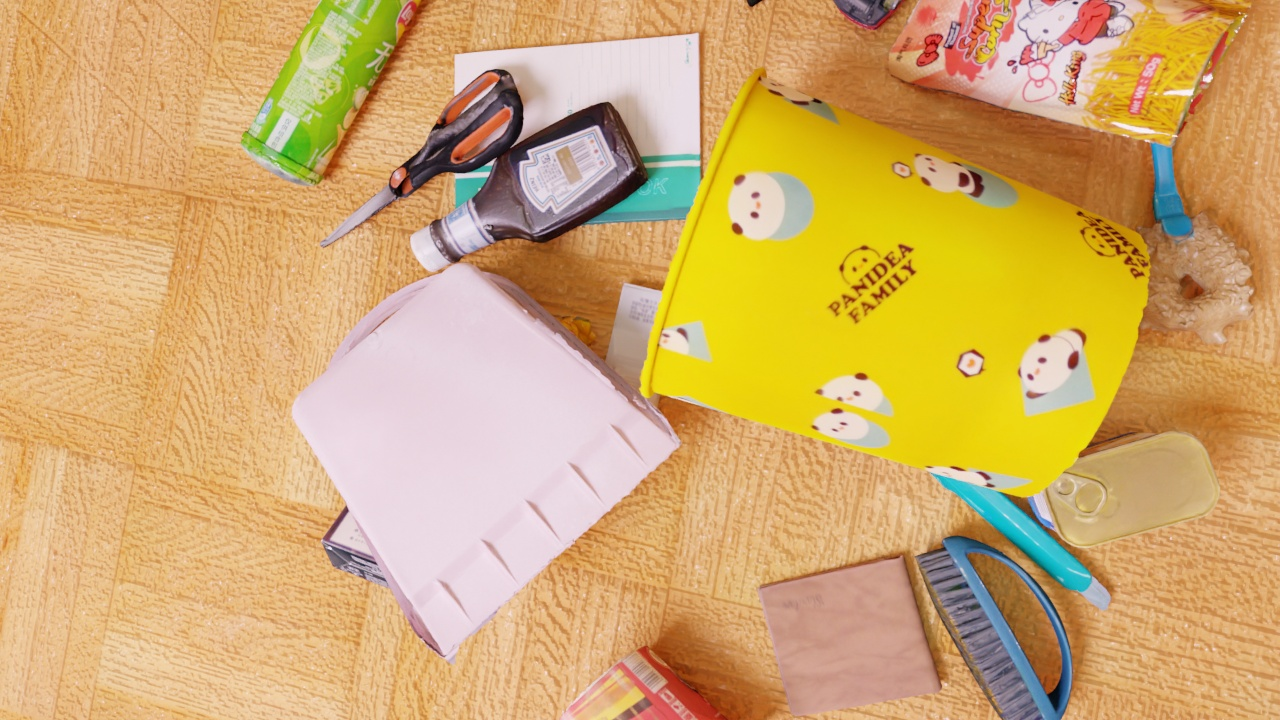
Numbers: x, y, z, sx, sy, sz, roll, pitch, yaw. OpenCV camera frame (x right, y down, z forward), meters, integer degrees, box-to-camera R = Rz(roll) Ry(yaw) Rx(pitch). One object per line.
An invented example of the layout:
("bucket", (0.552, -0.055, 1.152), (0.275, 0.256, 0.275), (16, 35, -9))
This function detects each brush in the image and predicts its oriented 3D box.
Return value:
("brush", (0.257, 0.188, 0.647), (0.073, 0.055, 0.144), (-29, 82, 11))
("brush", (0.371, -0.135, 0.645), (0.083, 0.045, 0.254), (-8, 81, 21))

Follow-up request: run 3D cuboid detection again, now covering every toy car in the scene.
("toy car", (0.194, -0.306, 0.687), (0.053, 0.045, 0.121), (39, 101, 9))

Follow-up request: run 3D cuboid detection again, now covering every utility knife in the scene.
("utility knife", (0.271, 0.120, 0.667), (0.171, 0.013, 0.029), (43, 131, 9))

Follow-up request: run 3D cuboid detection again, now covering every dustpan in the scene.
("dustpan", (-0.131, 0.044, 0.698), (0.222, 0.139, 0.273), (-39, 83, -6))

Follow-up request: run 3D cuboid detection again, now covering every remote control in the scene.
("remote control", (-0.004, 0.004, 0.728), (0.049, 0.024, 0.125), (13, 90, 12))

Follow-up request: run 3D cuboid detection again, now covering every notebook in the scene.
("notebook", (-0.054, -0.185, 0.753), (0.209, 0.012, 0.150), (-1, 89, 12))

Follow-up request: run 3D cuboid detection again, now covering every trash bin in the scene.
("trash bin", (0.158, -0.040, 0.603), (0.255, 0.229, 0.229), (20, 92, 6))

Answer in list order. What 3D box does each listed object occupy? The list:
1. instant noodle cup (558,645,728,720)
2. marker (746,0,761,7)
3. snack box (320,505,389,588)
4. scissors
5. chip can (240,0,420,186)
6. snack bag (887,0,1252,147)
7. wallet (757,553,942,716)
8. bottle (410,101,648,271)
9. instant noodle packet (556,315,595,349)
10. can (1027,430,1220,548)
("instant noodle cup", (0.002, 0.283, 0.666), (0.138, 0.138, 0.108), (-47, 71, 6))
("marker", (0.137, -0.320, 0.713), (0.131, 0.018, 0.022), (-31, 99, 10))
("snack box", (-0.167, 0.119, 0.725), (0.113, 0.053, 0.125), (17, 49, 12))
("scissors", (-0.184, -0.146, 0.751), (0.235, 0.021, 0.125), (-48, 52, 9))
("chip can", (-0.252, -0.252, 0.767), (0.072, 0.072, 0.221), (32, 94, 11))
("snack bag", (0.294, -0.230, 0.645), (0.208, 0.073, 0.128), (31, 95, 28))
("wallet", (0.155, 0.207, 0.688), (0.115, 0.020, 0.101), (-17, 83, 14))
("bottle", (-0.093, -0.129, 0.732), (0.195, 0.044, 0.080), (-26, 80, 11))
("instant noodle packet", (-0.089, 0.028, 0.723), (0.128, 0.044, 0.110), (-19, 58, 9))
("can", (0.320, 0.085, 0.624), (0.102, 0.083, 0.057), (-19, 83, 11))
